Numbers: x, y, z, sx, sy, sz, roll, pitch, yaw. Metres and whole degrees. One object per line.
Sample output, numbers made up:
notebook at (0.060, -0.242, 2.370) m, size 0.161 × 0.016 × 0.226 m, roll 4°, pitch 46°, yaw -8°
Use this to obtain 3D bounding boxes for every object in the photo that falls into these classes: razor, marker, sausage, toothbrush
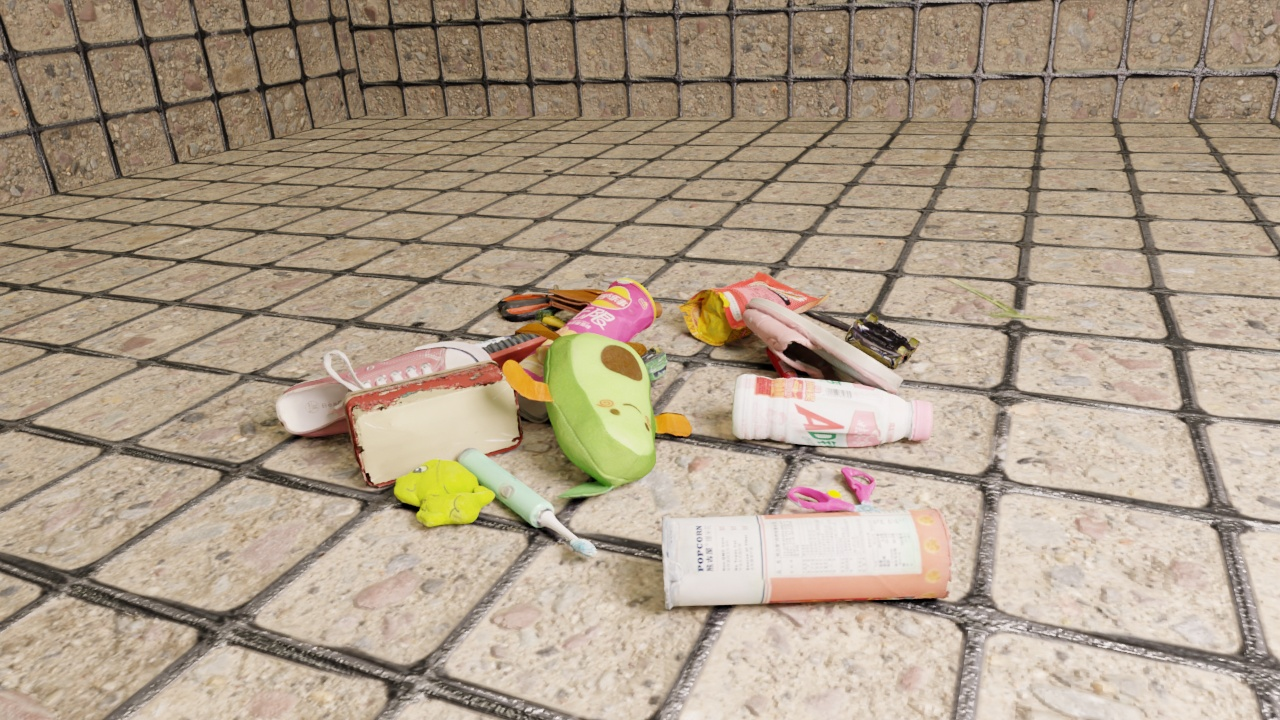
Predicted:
razor at (-0.081, -0.051, 1.264) m, size 0.133 × 0.028 × 0.043 m, roll 8°, pitch 5°, yaw 29°
marker at (-0.206, -0.018, 1.221) m, size 0.130 × 0.018 × 0.023 m, roll -15°, pitch 17°, yaw -26°
sausage at (0.172, 0.011, 1.093) m, size 0.020 × 0.020 × 0.155 m, roll -5°, pitch 23°, yaw -3°
toothbrush at (0.281, -0.042, 1.207) m, size 0.015 × 0.018 × 0.181 m, roll -19°, pitch 26°, yaw -25°
toothbrush at (-0.107, 0.131, 0.848) m, size 0.027 × 0.026 × 0.225 m, roll 25°, pitch 0°, yaw -43°

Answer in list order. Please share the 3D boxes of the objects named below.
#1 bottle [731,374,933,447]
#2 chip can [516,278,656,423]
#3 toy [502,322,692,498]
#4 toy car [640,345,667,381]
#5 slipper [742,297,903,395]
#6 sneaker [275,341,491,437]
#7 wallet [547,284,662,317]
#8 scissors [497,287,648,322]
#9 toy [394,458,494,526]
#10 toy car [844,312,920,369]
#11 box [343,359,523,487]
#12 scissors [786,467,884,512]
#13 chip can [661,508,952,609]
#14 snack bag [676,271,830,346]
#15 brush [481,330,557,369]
bottle at (0.194, 0.054, 0.936) m, size 0.197 × 0.068 × 0.068 m, roll 4°, pitch 24°, yaw 9°
chip can at (-0.067, -0.014, 1.071) m, size 0.071 × 0.071 × 0.209 m, roll 13°, pitch 41°, yaw 34°
toy at (-0.041, 0.038, 0.934) m, size 0.226 × 0.090 × 0.246 m, roll 15°, pitch 34°, yaw -27°
toy car at (-0.007, 0.006, 1.105) m, size 0.043 × 0.036 × 0.091 m, roll -32°, pitch 21°, yaw -35°
slipper at (0.196, -0.010, 1.049) m, size 0.114 × 0.054 × 0.274 m, roll 31°, pitch 4°, yaw -29°
sneaker at (-0.279, 0.038, 0.993) m, size 0.241 × 0.118 × 0.088 m, roll -11°, pitch 6°, yaw -3°
wallet at (-0.055, -0.080, 1.297) m, size 0.130 × 0.035 × 0.119 m, roll -2°, pitch 18°, yaw -41°
scissors at (-0.104, -0.099, 1.387) m, size 0.234 × 0.022 × 0.137 m, roll -19°, pitch 27°, yaw -30°
toy at (-0.186, 0.125, 0.868) m, size 0.096 × 0.031 × 0.100 m, roll -6°, pitch 28°, yaw -5°
toy car at (0.277, -0.019, 1.064) m, size 0.070 × 0.042 × 0.157 m, roll 33°, pitch 17°, yaw 19°
box at (-0.208, 0.063, 0.938) m, size 0.168 × 0.091 × 0.079 m, roll -14°, pitch 22°, yaw -23°
scissors at (0.202, 0.129, 0.823) m, size 0.133 × 0.017 × 0.125 m, roll 15°, pitch 26°, yaw 27°
chip can at (0.125, 0.152, 0.708) m, size 0.215 × 0.071 × 0.071 m, roll -3°, pitch 23°, yaw 2°
snack bag at (0.155, -0.081, 1.263) m, size 0.129 × 0.073 × 0.207 m, roll 21°, pitch 28°, yaw 38°
brush at (-0.155, 0.012, 1.091) m, size 0.145 × 0.063 × 0.069 m, roll -20°, pitch 46°, yaw -31°
